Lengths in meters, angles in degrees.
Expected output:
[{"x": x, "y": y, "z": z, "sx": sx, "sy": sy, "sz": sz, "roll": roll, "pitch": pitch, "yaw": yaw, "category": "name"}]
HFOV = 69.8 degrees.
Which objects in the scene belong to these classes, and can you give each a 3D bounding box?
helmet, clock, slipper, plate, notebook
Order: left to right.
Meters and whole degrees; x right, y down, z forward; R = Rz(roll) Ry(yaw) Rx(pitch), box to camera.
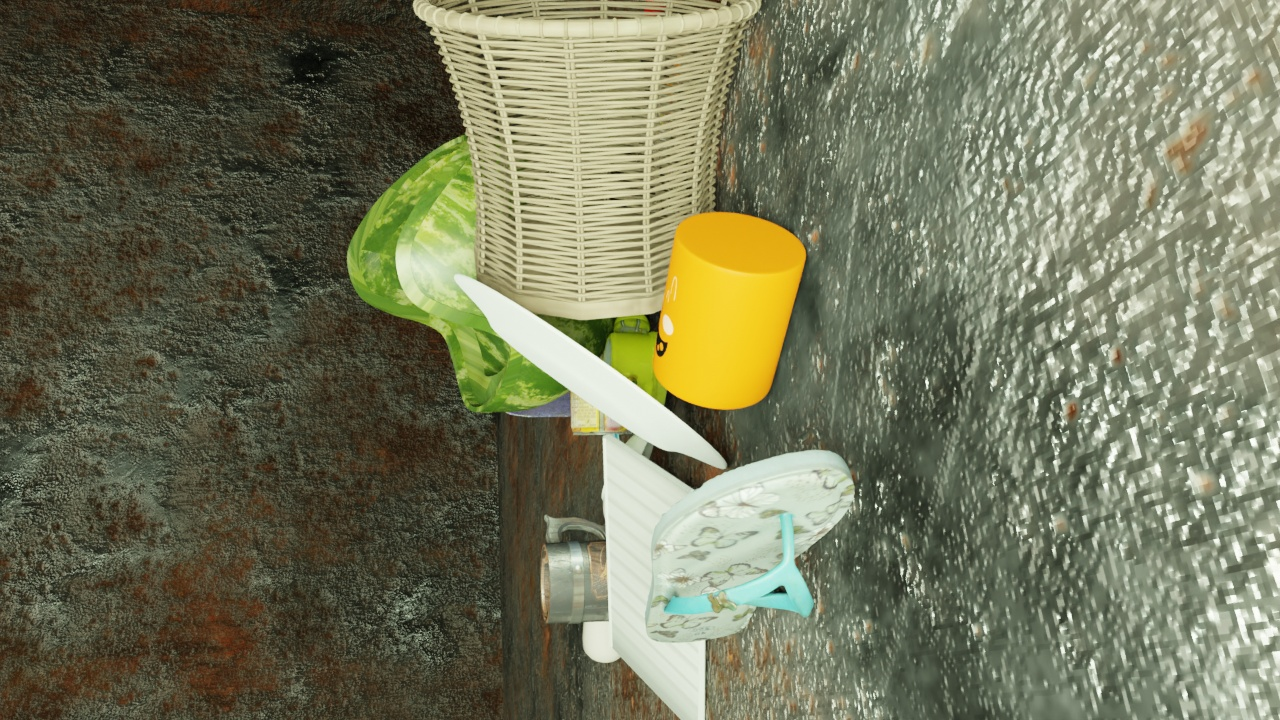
[{"x": -0.127, "y": -0.085, "z": 0.883, "sx": 0.242, "sy": 0.247, "sz": 0.213, "roll": -53, "pitch": 28, "yaw": -19, "category": "helmet"}, {"x": -0.041, "y": 0.015, "z": 0.678, "sx": 0.016, "sy": 0.242, "sz": 0.243, "roll": -55, "pitch": 11, "yaw": -7, "category": "plate"}, {"x": -0.015, "y": 0.109, "z": 0.861, "sx": 0.104, "sy": 0.026, "sz": 0.104, "roll": 22, "pitch": -92, "yaw": -83, "category": "plate"}, {"x": -0.005, "y": 0.005, "z": 0.858, "sx": 0.118, "sy": 0.057, "sz": 0.083, "roll": -96, "pitch": 13, "yaw": -51, "category": "clock"}, {"x": 0.009, "y": 0.180, "z": 0.753, "sx": 0.143, "sy": 0.009, "sz": 0.210, "roll": 27, "pitch": 123, "yaw": 54, "category": "notebook"}, {"x": 0.048, "y": 0.135, "z": 0.536, "sx": 0.269, "sy": 0.098, "sz": 0.054, "roll": 108, "pitch": 159, "yaw": -55, "category": "slipper"}]

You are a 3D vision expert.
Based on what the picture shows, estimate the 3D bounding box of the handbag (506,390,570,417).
[{"x": -0.108, "y": -0.041, "z": 1.104, "sx": 0.222, "sy": 0.125, "sz": 0.205, "roll": -166, "pitch": 74, "yaw": -80, "category": "handbag"}]

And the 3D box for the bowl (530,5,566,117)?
[{"x": -0.088, "y": -0.297, "z": 0.927, "sx": 0.118, "sy": 0.030, "sz": 0.118, "roll": -172, "pitch": 92, "yaw": -85, "category": "bowl"}]

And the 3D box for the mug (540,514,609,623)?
[{"x": -0.041, "y": 0.198, "z": 0.889, "sx": 0.115, "sy": 0.107, "sz": 0.080, "roll": -103, "pitch": 18, "yaw": -44, "category": "mug"}]

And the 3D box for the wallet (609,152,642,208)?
[{"x": -0.013, "y": -0.142, "z": 0.959, "sx": 0.120, "sy": 0.031, "sz": 0.099, "roll": 102, "pitch": 162, "yaw": -60, "category": "wallet"}]

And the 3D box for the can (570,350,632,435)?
[{"x": -0.042, "y": 0.027, "z": 0.987, "sx": 0.068, "sy": 0.067, "sz": 0.105, "roll": 164, "pitch": 105, "yaw": -76, "category": "can"}]

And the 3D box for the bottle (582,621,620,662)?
[{"x": -0.032, "y": 0.251, "z": 0.975, "sx": 0.051, "sy": 0.051, "sz": 0.146, "roll": -116, "pitch": 29, "yaw": -62, "category": "bottle"}]

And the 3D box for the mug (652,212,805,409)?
[{"x": 0.058, "y": -0.039, "z": 0.577, "sx": 0.112, "sy": 0.078, "sz": 0.096, "roll": -55, "pitch": -21, "yaw": -53, "category": "mug"}]

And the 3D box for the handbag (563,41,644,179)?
[{"x": -0.041, "y": -0.265, "z": 0.974, "sx": 0.119, "sy": 0.081, "sz": 0.111, "roll": 102, "pitch": 170, "yaw": -45, "category": "handbag"}]

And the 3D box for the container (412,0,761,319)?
[{"x": -0.035, "y": -0.159, "z": 0.656, "sx": 0.226, "sy": 0.226, "sz": 0.196, "roll": -112, "pitch": 19, "yaw": -59, "category": "container"}]

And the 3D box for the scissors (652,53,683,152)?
[{"x": 0.025, "y": -0.232, "z": 0.825, "sx": 0.128, "sy": 0.013, "sz": 0.064, "roll": 118, "pitch": 149, "yaw": -65, "category": "scissors"}]

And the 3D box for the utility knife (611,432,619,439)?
[{"x": -0.027, "y": 0.145, "z": 1.043, "sx": 0.022, "sy": 0.015, "sz": 0.181, "roll": 131, "pitch": 135, "yaw": -75, "category": "utility knife"}]

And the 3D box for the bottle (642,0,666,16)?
[{"x": 0.022, "y": -0.329, "z": 0.786, "sx": 0.119, "sy": 0.036, "sz": 0.036, "roll": 128, "pitch": 140, "yaw": -70, "category": "bottle"}]
